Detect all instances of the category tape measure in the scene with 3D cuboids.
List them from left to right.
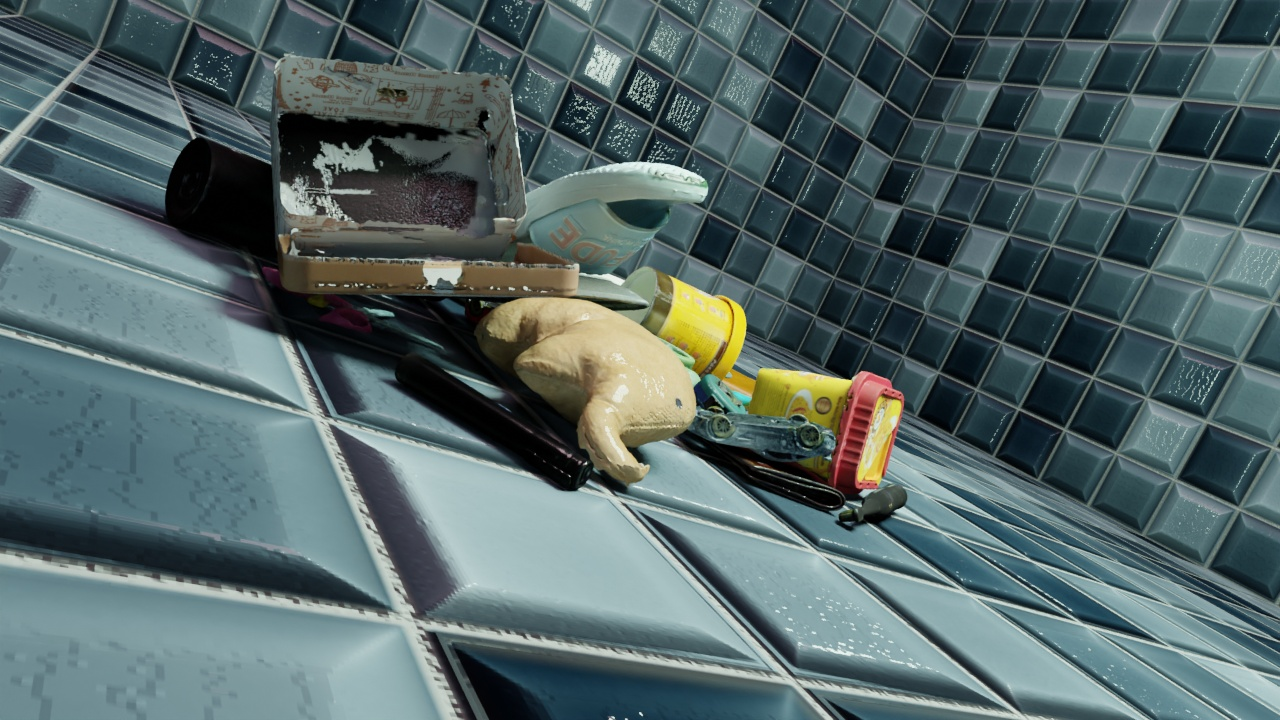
[{"bbox_3d":[0.071,0.037,0.801,0.054,0.025,0.058,46,14,-10],"label":"tape measure"}]

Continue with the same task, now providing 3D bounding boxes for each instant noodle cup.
[{"bbox_3d":[0.032,-0.034,0.986,0.114,0.118,0.118,27,5,-28],"label":"instant noodle cup"},{"bbox_3d":[0.174,0.060,0.890,0.124,0.116,0.116,16,1,31],"label":"instant noodle cup"}]

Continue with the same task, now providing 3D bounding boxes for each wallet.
[{"bbox_3d":[0.099,0.021,1.198,0.131,0.035,0.119,26,8,17],"label":"wallet"},{"bbox_3d":[0.106,0.088,0.779,0.096,0.020,0.122,22,5,-22],"label":"wallet"}]

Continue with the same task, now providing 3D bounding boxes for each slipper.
[{"bbox_3d":[-0.059,-0.104,0.764,0.246,0.074,0.103,-15,-5,32],"label":"slipper"}]

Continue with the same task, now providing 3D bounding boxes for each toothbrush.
[{"bbox_3d":[0.206,0.128,0.808,0.027,0.026,0.212,-10,-7,24],"label":"toothbrush"}]

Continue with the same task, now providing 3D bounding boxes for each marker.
[{"bbox_3d":[-0.084,0.033,0.508,0.132,0.020,0.022,29,37,22],"label":"marker"}]

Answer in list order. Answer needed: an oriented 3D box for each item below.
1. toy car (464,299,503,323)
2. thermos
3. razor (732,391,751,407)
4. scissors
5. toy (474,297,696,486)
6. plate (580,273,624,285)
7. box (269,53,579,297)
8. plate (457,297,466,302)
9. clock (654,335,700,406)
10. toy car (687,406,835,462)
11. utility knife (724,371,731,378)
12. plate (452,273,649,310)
[{"bbox_3d":[-0.114,-0.034,0.846,0.106,0.031,0.049,21,17,31],"label":"toy car"},{"bbox_3d":[-0.267,-0.104,0.768,0.090,0.068,0.242,-10,-18,35],"label":"thermos"},{"bbox_3d":[0.081,0.030,1.095,0.133,0.028,0.043,24,29,22],"label":"razor"},{"bbox_3d":[-0.194,-0.032,0.632,0.133,0.017,0.131,25,4,-28],"label":"scissors"},{"bbox_3d":[-0.024,0.016,0.625,0.143,0.082,0.226,3,18,-27],"label":"toy"},{"bbox_3d":[-0.044,-0.073,1.177,0.205,0.045,0.205,21,-7,3],"label":"plate"},{"bbox_3d":[-0.164,-0.107,0.645,0.179,0.133,0.271,-1,42,-24],"label":"box"},{"bbox_3d":[-0.133,-0.062,1.029,0.230,0.027,0.230,26,6,-3],"label":"plate"},{"bbox_3d":[-0.005,0.005,0.852,0.116,0.056,0.161,20,8,-29],"label":"clock"},{"bbox_3d":[0.098,0.060,0.747,0.120,0.037,0.054,9,7,-1],"label":"toy car"},{"bbox_3d":[0.067,-0.010,1.191,0.031,0.021,0.208,22,3,-27],"label":"utility knife"},{"bbox_3d":[-0.080,-0.060,0.764,0.179,0.024,0.179,4,-1,0],"label":"plate"}]
